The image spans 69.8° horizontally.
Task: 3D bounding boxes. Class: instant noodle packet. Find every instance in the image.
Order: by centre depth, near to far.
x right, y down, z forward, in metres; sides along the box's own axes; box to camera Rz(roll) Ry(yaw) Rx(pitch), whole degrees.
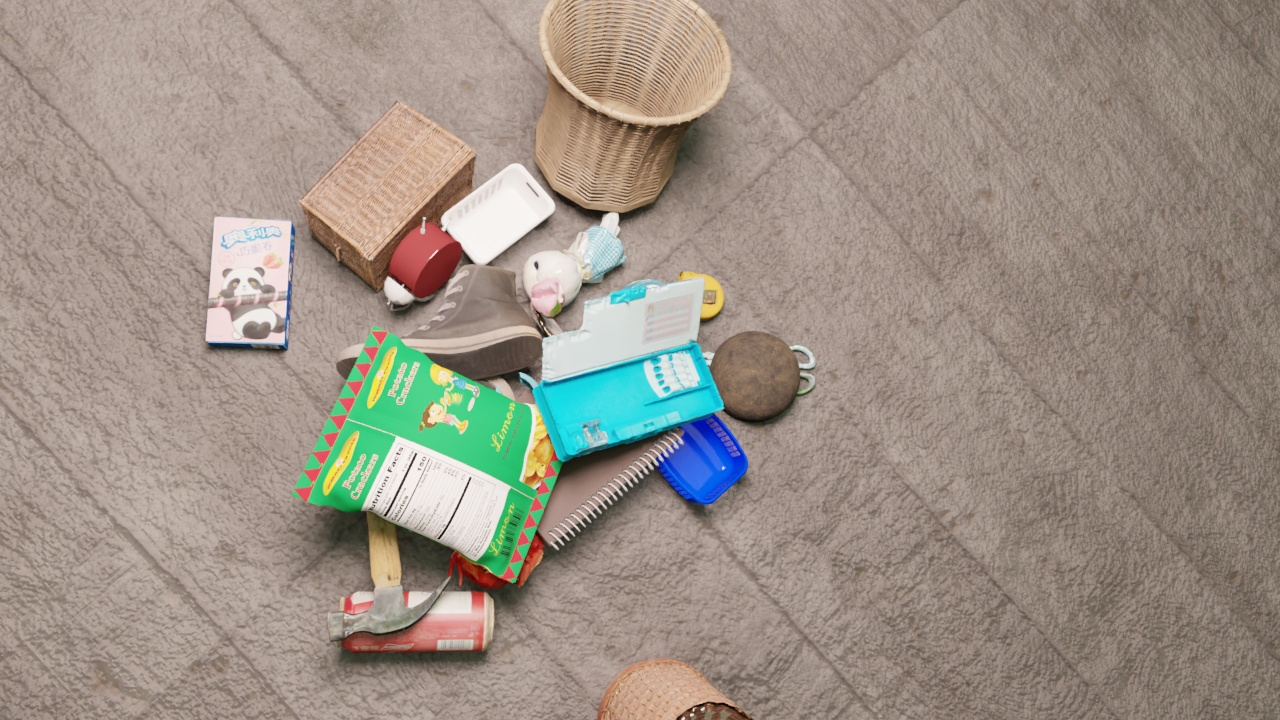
[{"bbox_3d":[-0.213,0.103,0.996,0.252,0.090,0.195,26,72,-17],"label":"instant noodle packet"}]

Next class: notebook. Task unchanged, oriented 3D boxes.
[{"bbox_3d":[-0.075,0.096,1.097,0.208,0.022,0.171,-38,77,-17],"label":"notebook"}]

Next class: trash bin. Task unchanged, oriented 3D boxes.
[{"bbox_3d":[0.043,0.417,1.013,0.151,0.210,0.151,3,77,-13],"label":"trash bin"}]

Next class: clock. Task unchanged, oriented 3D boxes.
[{"bbox_3d":[-0.262,-0.111,1.097,0.044,0.087,0.125,38,108,9],"label":"clock"}]

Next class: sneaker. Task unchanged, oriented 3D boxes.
[{"bbox_3d":[-0.242,-0.038,1.085,0.234,0.095,0.119,-15,59,-11],"label":"sneaker"}]

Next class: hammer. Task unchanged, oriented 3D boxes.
[{"bbox_3d":[-0.297,0.142,1.045,0.132,0.033,0.330,-5,67,-18],"label":"hammer"}]

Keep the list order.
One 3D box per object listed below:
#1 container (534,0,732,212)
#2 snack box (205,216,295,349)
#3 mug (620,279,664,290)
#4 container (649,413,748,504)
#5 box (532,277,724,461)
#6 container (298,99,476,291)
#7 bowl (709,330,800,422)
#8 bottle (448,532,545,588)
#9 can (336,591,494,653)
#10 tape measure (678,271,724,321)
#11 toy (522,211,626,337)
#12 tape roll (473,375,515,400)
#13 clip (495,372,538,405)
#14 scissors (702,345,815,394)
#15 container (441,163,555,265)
[{"bbox_3d":[-0.026,-0.316,1.127,0.226,0.197,0.226,6,62,-12],"label":"container"},{"bbox_3d":[-0.460,-0.092,1.086,0.088,0.033,0.154,2,79,-13],"label":"snack box"},{"bbox_3d":[0.016,-0.061,1.157,0.112,0.104,0.084,-8,81,-14],"label":"mug"},{"bbox_3d":[0.068,0.118,1.157,0.096,0.058,0.114,-40,90,-17],"label":"container"},{"bbox_3d":[-0.015,0.006,1.062,0.226,0.074,0.181,-14,99,-34],"label":"box"},{"bbox_3d":[-0.301,-0.198,1.104,0.113,0.114,0.198,38,72,0],"label":"container"},{"bbox_3d":[0.154,0.020,1.188,0.121,0.056,0.121,1,87,-10],"label":"bowl"},{"bbox_3d":[-0.172,0.219,1.061,0.111,0.099,0.098,40,73,-3],"label":"bottle"},{"bbox_3d":[-0.253,0.296,1.041,0.170,0.067,0.067,3,78,-13],"label":"can"},{"bbox_3d":[0.081,-0.082,1.216,0.059,0.030,0.068,3,79,-11],"label":"tape measure"},{"bbox_3d":[-0.091,-0.121,1.154,0.106,0.131,0.204,23,61,13],"label":"toy"},{"bbox_3d":[-0.200,0.059,1.120,0.093,0.030,0.093,3,78,-13],"label":"tape roll"},{"bbox_3d":[-0.112,0.063,1.083,0.113,0.028,0.127,-41,76,-20],"label":"clip"},{"bbox_3d":[0.153,0.010,1.223,0.175,0.033,0.072,4,81,-8],"label":"scissors"},{"bbox_3d":[-0.181,-0.179,1.162,0.129,0.050,0.081,-41,90,-17],"label":"container"}]
